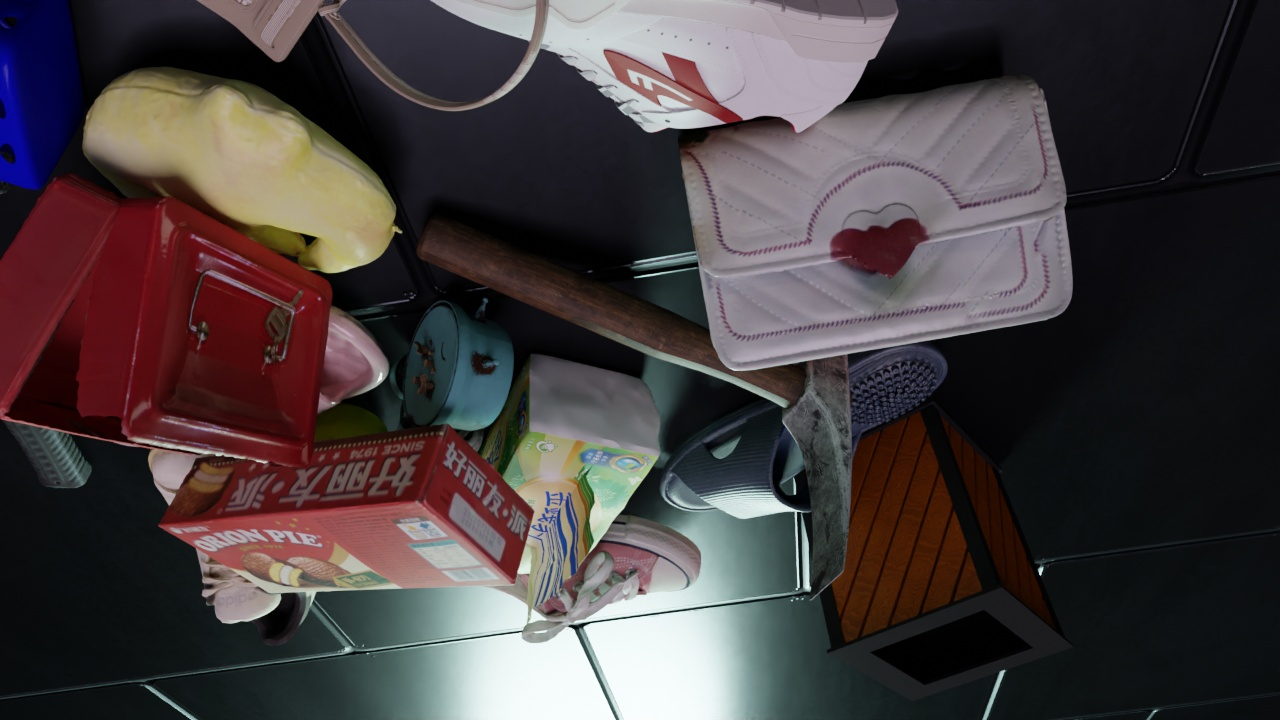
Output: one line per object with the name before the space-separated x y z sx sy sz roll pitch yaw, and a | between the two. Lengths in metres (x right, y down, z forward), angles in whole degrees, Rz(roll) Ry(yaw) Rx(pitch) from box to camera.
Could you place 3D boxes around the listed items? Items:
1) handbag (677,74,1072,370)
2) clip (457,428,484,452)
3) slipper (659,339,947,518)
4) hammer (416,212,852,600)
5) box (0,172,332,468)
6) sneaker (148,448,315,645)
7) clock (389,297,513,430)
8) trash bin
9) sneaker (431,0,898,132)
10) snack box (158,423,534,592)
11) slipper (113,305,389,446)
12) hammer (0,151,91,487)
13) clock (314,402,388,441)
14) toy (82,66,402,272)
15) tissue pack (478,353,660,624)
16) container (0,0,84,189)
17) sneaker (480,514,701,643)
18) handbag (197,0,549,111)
handbag | 0.128 -0.077 0.521 0.198 0.096 0.142 -11 96 6
clip | -0.148 0.075 0.741 0.061 0.023 0.076 24 133 -31
slipper | 0.130 0.076 0.727 0.264 0.082 0.101 -35 132 29
hammer | -0.003 0.003 0.566 0.300 0.217 0.037 22 133 -11
box | -0.268 -0.016 0.511 0.127 0.137 0.157 5 167 15
sneaker | -0.334 0.155 0.751 0.089 0.102 0.242 -7 137 3
clock | -0.134 0.016 0.629 0.053 0.090 0.125 14 135 -34
trash bin | 0.233 0.158 0.759 0.140 0.171 0.139 -31 132 26
sneaker | -0.003 -0.160 0.455 0.236 0.090 0.105 3 145 -14
snack box | -0.204 0.110 0.636 0.237 0.060 0.113 -9 139 26
slipper | -0.285 0.014 0.632 0.222 0.055 0.107 -15 136 7
hammer | -0.436 -0.013 0.609 0.130 0.032 0.320 1 138 -8
clock | -0.224 0.080 0.712 0.119 0.057 0.083 24 131 -27
toy | -0.214 -0.101 0.506 0.170 0.064 0.155 19 152 -20
tissue pack | -0.067 0.113 0.702 0.120 0.141 0.198 9 136 -15
container | -0.342 -0.141 0.435 0.113 0.084 0.085 7 135 -15
sneaker | -0.059 0.198 0.839 0.241 0.087 0.118 5 138 -9
handbag | -0.116 -0.187 0.361 0.176 0.062 0.198 -37 101 31
